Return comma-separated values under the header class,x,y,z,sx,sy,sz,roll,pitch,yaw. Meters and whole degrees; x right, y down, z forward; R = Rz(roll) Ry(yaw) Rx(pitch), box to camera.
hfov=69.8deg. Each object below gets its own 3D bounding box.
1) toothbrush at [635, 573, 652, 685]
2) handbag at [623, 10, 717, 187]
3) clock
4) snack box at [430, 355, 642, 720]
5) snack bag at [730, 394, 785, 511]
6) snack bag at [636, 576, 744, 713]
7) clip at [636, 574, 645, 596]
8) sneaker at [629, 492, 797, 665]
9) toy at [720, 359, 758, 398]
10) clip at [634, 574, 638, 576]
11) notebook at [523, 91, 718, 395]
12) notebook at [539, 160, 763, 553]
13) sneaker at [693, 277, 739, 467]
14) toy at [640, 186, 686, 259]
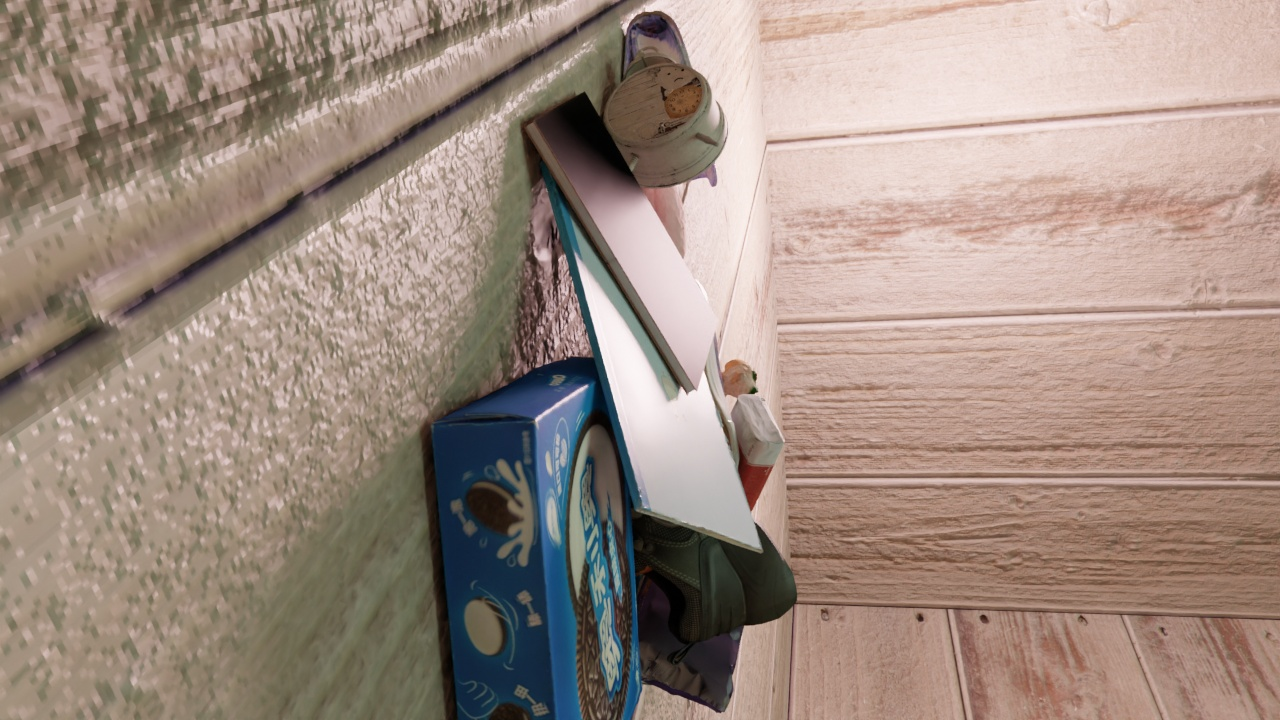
class,x,y,z,sx,sy,sz,roll,pitch,yaw
toothbrush,0.002,0.233,0.844,0.022,0.017,0.135,-7,96,-65
handbag,0.027,-0.251,0.919,0.158,0.069,0.126,55,22,-70
clock,0.014,-0.221,0.786,0.061,0.103,0.156,57,19,-55
snack box,-0.049,0.128,0.532,0.195,0.056,0.239,-38,125,-76
snack bag,0.093,0.144,0.993,0.077,0.041,0.226,-110,-147,-49
snack bag,0.047,0.195,0.770,0.204,0.096,0.059,-63,176,-55
clip,0.006,0.221,0.825,0.102,0.046,0.055,56,46,-48
sneaker,-0.002,0.119,0.699,0.238,0.142,0.101,58,-14,9
toy,0.094,0.016,1.107,0.074,0.106,0.085,-67,153,-13
clip,-0.011,0.170,0.795,0.052,0.059,0.026,21,59,-33
notebook,-0.005,-0.090,0.665,0.209,0.008,0.141,58,21,-15
notebook,0.009,0.000,0.623,0.181,0.009,0.253,33,35,-55
sneaker,0.049,0.026,0.944,0.079,0.087,0.235,-26,107,-78
toy,0.016,-0.136,0.884,0.105,0.053,0.108,-91,174,-64
